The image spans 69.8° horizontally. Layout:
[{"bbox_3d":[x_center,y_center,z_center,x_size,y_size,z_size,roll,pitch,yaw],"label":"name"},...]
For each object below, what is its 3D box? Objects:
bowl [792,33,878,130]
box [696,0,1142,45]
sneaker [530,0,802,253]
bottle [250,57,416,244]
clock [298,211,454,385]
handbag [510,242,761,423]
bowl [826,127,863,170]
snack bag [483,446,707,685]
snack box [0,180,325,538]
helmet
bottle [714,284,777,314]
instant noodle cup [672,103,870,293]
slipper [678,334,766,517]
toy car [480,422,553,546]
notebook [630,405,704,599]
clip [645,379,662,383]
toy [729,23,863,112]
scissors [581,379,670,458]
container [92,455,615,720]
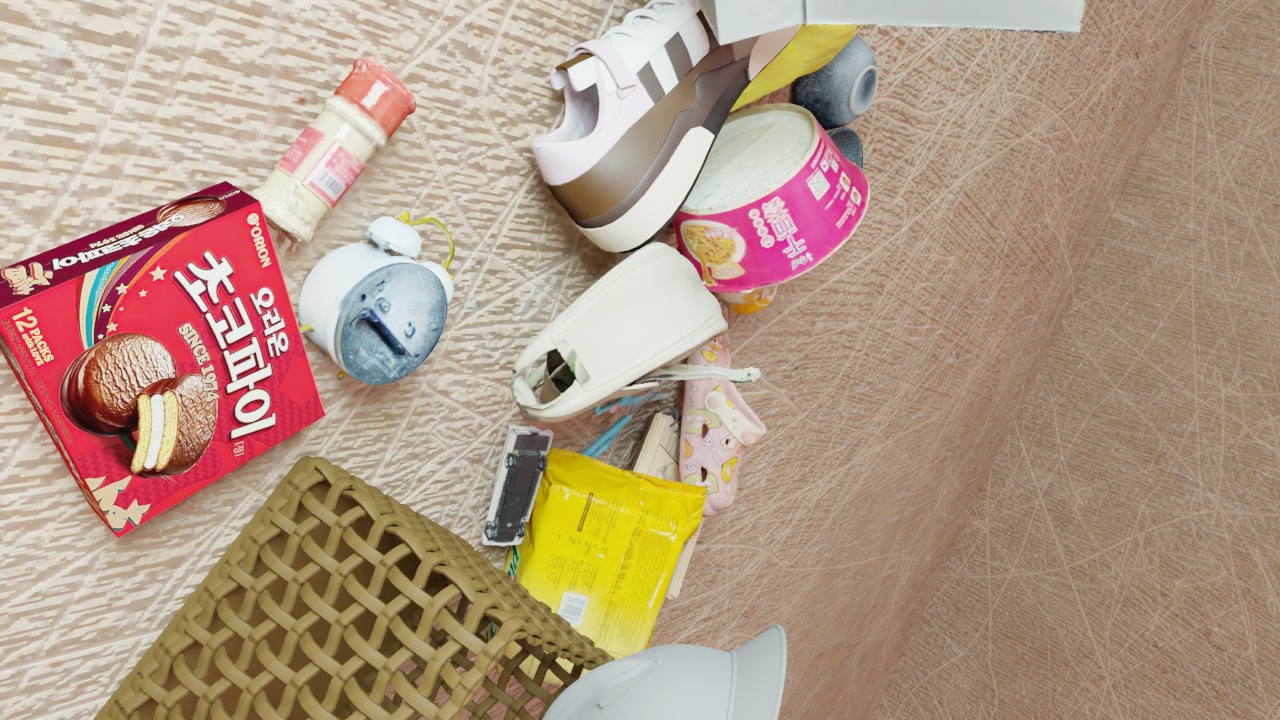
[{"bbox_3d":[0.203,-0.278,0.921,0.110,0.055,0.110,-33,138,-36],"label":"bowl"},{"bbox_3d":[0.126,-0.291,0.527,0.164,0.331,0.167,-58,151,-31],"label":"box"},{"bbox_3d":[0.017,-0.230,0.670,0.116,0.112,0.293,38,82,-38],"label":"sneaker"},{"bbox_3d":[-0.175,-0.118,0.520,0.109,0.044,0.044,-55,148,-9],"label":"bottle"},{"bbox_3d":[-0.161,-0.041,0.586,0.117,0.057,0.083,-50,146,-17],"label":"clock"},{"bbox_3d":[-0.004,0.004,0.708,0.184,0.132,0.229,-36,176,-8],"label":"handbag"},{"bbox_3d":[0.169,-0.180,0.946,0.136,0.057,0.137,-34,139,-36],"label":"bowl"},{"bbox_3d":[-0.047,0.203,0.849,0.068,0.159,0.247,-91,-162,-72],"label":"snack bag"},{"bbox_3d":[-0.256,0.000,0.502,0.132,0.036,0.152,-36,140,-35],"label":"snack box"},{"bbox_3d":[-0.014,0.264,0.579,0.183,0.118,0.271,-63,178,-73],"label":"helmet"},{"bbox_3d":[0.095,-0.090,0.906,0.063,0.063,0.109,-57,149,-6],"label":"bottle"},{"bbox_3d":[0.096,-0.147,0.779,0.178,0.179,0.078,-50,130,-18],"label":"instant noodle cup"},{"bbox_3d":[0.088,0.066,0.950,0.093,0.082,0.197,-4,95,-69],"label":"slipper"},{"bbox_3d":[-0.110,0.106,0.794,0.039,0.039,0.113,6,112,-31],"label":"toy car"},{"bbox_3d":[0.029,0.160,0.999,0.167,0.024,0.225,-68,155,-17],"label":"notebook"},{"bbox_3d":[0.009,0.015,0.904,0.013,0.032,0.051,-61,150,1],"label":"clip"},{"bbox_3d":[0.127,-0.282,0.777,0.207,0.092,0.134,-50,-177,-6],"label":"toy"},{"bbox_3d":[-0.016,0.054,0.885,0.135,0.015,0.130,-3,134,-53],"label":"scissors"},{"bbox_3d":[-0.183,0.249,0.632,0.251,0.214,0.219,-54,148,-11],"label":"container"}]
